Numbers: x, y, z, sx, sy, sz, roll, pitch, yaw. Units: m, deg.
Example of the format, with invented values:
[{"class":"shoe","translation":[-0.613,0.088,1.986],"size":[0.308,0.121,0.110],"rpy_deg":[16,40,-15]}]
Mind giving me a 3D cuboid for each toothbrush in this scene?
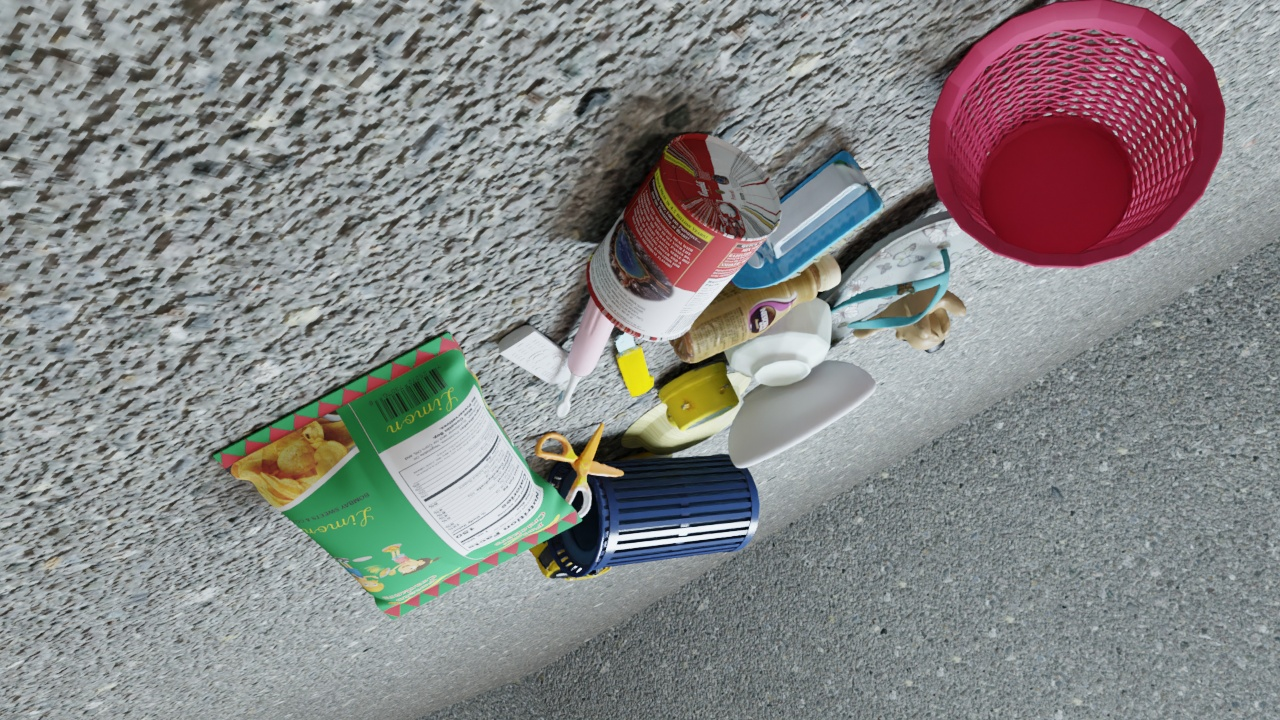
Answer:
[{"class":"toothbrush","translation":[-0.044,-0.013,0.758],"size":[0.027,0.026,0.223],"rpy_deg":[12,145,-12]}]

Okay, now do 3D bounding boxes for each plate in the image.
[{"class":"plate","translation":[0.066,0.080,1.162],"size":[0.184,0.036,0.184],"rpy_deg":[-25,161,-9]}]

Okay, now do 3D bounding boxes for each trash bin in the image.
[{"class":"trash bin","translation":[0.021,0.184,1.139],"size":[0.249,0.139,0.140],"rpy_deg":[1,148,-34]}]

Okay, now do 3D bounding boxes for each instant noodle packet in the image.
[{"class":"instant noodle packet","translation":[-0.183,0.107,0.752],"size":[0.195,0.090,0.253],"rpy_deg":[-28,132,0]}]

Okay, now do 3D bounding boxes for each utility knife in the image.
[{"class":"utility knife","translation":[-0.005,0.005,0.896],"size":[0.030,0.018,0.191],"rpy_deg":[-31,165,-5]}]

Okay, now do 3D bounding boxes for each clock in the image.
[{"class":"clock","translation":[0.066,0.041,1.032],"size":[0.083,0.057,0.119],"rpy_deg":[-26,170,-4]}]

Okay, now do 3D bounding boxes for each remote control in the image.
[{"class":"remote control","translation":[-0.082,-0.003,0.777],"size":[0.033,0.012,0.131],"rpy_deg":[-32,161,5]}]

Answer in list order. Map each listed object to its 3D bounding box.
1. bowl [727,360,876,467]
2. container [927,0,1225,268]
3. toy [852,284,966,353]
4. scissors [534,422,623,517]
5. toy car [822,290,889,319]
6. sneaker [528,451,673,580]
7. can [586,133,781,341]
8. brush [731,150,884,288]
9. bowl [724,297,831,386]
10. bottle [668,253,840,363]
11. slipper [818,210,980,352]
[{"class":"bowl","translation":[0.164,0.046,1.001],"size":[0.176,0.066,0.176],"rpy_deg":[-31,177,-2]},{"class":"container","translation":[0.334,-0.155,0.733],"size":[0.183,0.183,0.225],"rpy_deg":[-34,168,18]},{"class":"toy","translation":[0.326,-0.060,1.074],"size":[0.134,0.105,0.108],"rpy_deg":[-31,172,-4]},{"class":"scissors","translation":[-0.065,0.121,1.005],"size":[0.125,0.128,0.011],"rpy_deg":[17,155,-39]},{"class":"toy car","translation":[0.234,-0.070,0.997],"size":[0.091,0.036,0.042],"rpy_deg":[12,140,-46]},{"class":"sneaker","translation":[-0.043,0.210,1.224],"size":[0.238,0.122,0.086],"rpy_deg":[-21,162,-16]},{"class":"can","translation":[0.025,-0.079,0.611],"size":[0.086,0.086,0.117],"rpy_deg":[-13,156,-37]},{"class":"brush","translation":[0.121,-0.103,0.726],"size":[0.136,0.055,0.075],"rpy_deg":[-38,163,29]},{"class":"bowl","translation":[0.137,-0.013,0.917],"size":[0.117,0.061,0.118],"rpy_deg":[-4,153,-2]},{"class":"bottle","translation":[0.103,-0.054,0.827],"size":[0.166,0.059,0.060],"rpy_deg":[-24,161,-14]},{"class":"slipper","translation":[0.236,-0.060,0.933],"size":[0.098,0.054,0.270],"rpy_deg":[17,139,-36]}]
